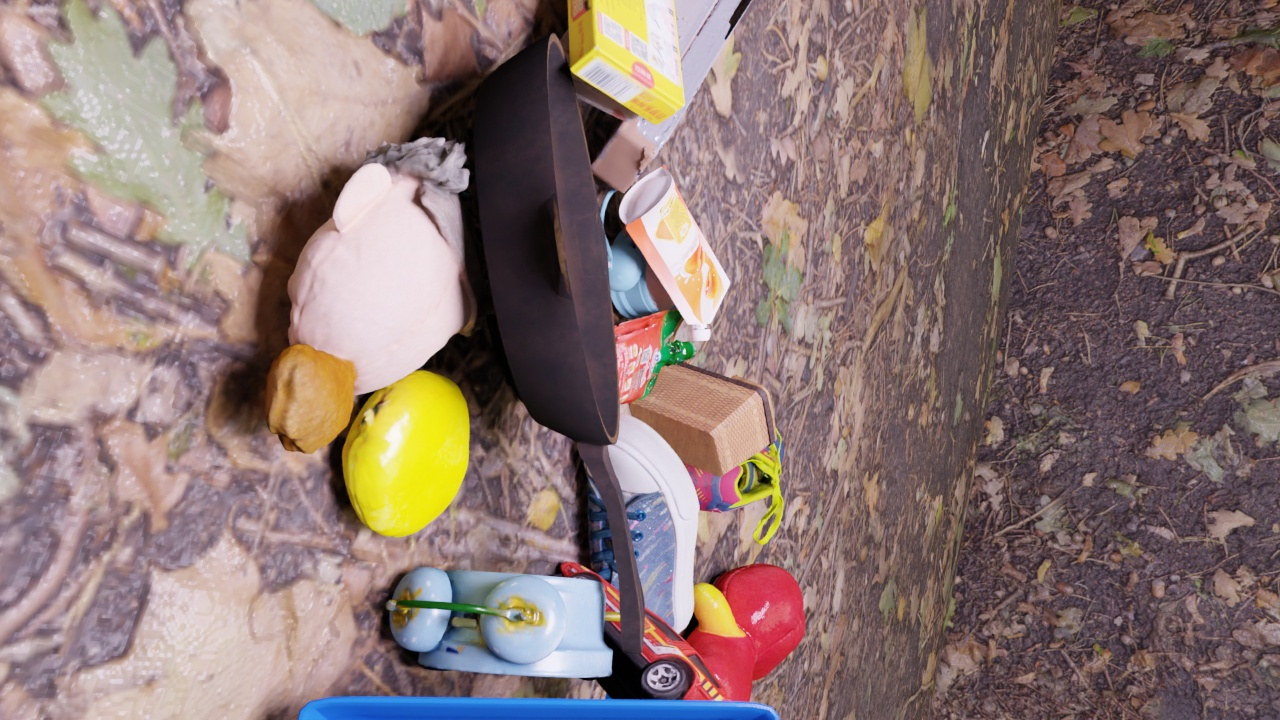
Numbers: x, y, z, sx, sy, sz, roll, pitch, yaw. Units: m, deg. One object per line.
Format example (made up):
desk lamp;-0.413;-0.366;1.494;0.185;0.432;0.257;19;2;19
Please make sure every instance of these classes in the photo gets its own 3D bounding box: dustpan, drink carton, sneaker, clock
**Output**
dustpan;-0.072;0.264;0.561;0.258;0.245;0.059;113;-21;-56
drink carton;0.031;-0.076;0.681;0.122;0.039;0.069;55;50;-36
sneaker;-0.007;0.149;0.708;0.079;0.087;0.236;-43;138;-39
clock;-0.080;0.157;0.545;0.162;0.118;0.060;40;51;-64
clock;-0.002;-0.081;0.704;0.123;0.042;0.087;57;49;-43
sneaker;0.107;0.107;0.890;0.241;0.091;0.116;-5;100;-61

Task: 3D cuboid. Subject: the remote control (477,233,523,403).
remote control;-0.084;-0.028;0.593;0.039;0.010;0.125;-53;140;-41

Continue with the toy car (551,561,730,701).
toy car;-0.002;0.212;0.637;0.056;0.189;0.082;-23;122;-30

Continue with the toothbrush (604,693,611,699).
toothbrush;-0.028;0.294;0.775;0.021;0.016;0.132;45;59;-61

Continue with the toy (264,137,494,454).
toy;-0.130;-0.031;0.447;0.133;0.076;0.175;84;27;-49

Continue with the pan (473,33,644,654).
pan;-0.041;0.000;0.530;0.248;0.043;0.356;-75;157;-82

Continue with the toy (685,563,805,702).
toy;0.092;0.286;0.914;0.215;0.099;0.148;-36;136;-46

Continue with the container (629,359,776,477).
container;0.047;0.047;0.756;0.061;0.114;0.063;-42;133;-32

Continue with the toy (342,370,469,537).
toy;-0.126;0.051;0.509;0.095;0.041;0.094;-66;152;-27

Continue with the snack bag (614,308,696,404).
snack bag;-0.004;0.004;0.692;0.154;0.044;0.087;-17;135;-51

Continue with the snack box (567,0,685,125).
snack box;-0.011;-0.228;0.577;0.075;0.025;0.152;21;55;-41

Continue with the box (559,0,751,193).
box;0.016;-0.227;0.672;0.108;0.095;0.215;94;21;-58
